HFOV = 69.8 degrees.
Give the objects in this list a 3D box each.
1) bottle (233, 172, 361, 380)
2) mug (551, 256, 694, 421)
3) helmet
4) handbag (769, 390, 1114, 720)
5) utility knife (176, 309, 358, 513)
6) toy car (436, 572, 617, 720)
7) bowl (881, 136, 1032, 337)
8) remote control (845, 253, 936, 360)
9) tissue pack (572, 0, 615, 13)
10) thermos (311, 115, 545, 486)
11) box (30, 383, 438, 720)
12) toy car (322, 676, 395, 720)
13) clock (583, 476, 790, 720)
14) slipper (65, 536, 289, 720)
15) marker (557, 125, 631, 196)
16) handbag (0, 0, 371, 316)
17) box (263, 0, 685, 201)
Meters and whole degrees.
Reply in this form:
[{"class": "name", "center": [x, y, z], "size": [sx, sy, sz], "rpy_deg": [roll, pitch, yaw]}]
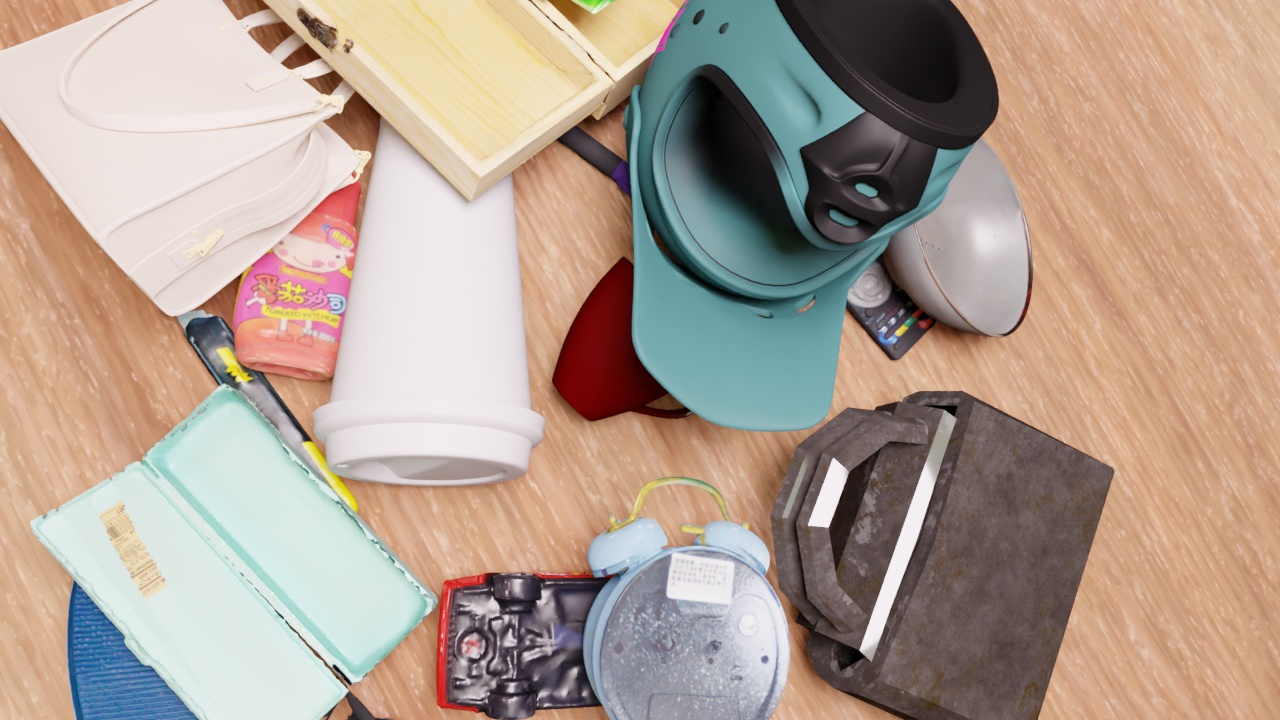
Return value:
[{"class": "bottle", "center": [-0.209, -0.058, 0.574], "size": [0.071, 0.049, 0.134], "rpy_deg": [12, 76, -26]}, {"class": "mug", "center": [-0.004, 0.003, 0.593], "size": [0.088, 0.087, 0.114], "rpy_deg": [-44, 118, 5]}, {"class": "helmet", "center": [0.079, -0.108, 0.519], "size": [0.176, 0.201, 0.274], "rpy_deg": [22, 42, -15]}, {"class": "handbag", "center": [0.168, 0.118, 0.581], "size": [0.199, 0.102, 0.197], "rpy_deg": [28, 77, -20]}, {"class": "utility knife", "center": [-0.235, 0.034, 0.575], "size": [0.028, 0.020, 0.172], "rpy_deg": [-37, 87, -16]}, {"class": "toy car", "center": [-0.030, 0.172, 0.567], "size": [0.189, 0.056, 0.081], "rpy_deg": [4, 82, -19]}, {"class": "bowl", "center": [0.207, -0.083, 0.629], "size": [0.150, 0.057, 0.150], "rpy_deg": [11, 73, -38]}, {"class": "remote control", "center": [0.150, -0.065, 0.649], "size": [0.045, 0.021, 0.140], "rpy_deg": [-43, 95, -11]}, {"class": "tissue pack", "center": [-0.050, -0.270, 0.558], "size": [0.114, 0.034, 0.099], "rpy_deg": [29, 59, -11]}, {"class": "thermos", "center": [-0.123, -0.042, 0.556], "size": [0.131, 0.132, 0.221], "rpy_deg": [2, 74, -9]}, {"class": "box", "center": [-0.227, 0.120, 0.526], "size": [0.187, 0.052, 0.138], "rpy_deg": [46, 68, 6]}, {"class": "toy car", "center": [-0.179, 0.291, 0.521], "size": [0.071, 0.094, 0.191], "rpy_deg": [31, 75, -34]}, {"class": "clock", "center": [0.024, 0.148, 0.531], "size": [0.118, 0.060, 0.162], "rpy_deg": [11, 77, -21]}, {"class": "slipper", "center": [-0.261, 0.223, 0.514], "size": [0.118, 0.060, 0.294], "rpy_deg": [2, 63, -19]}, {"class": "marker", "center": [-0.029, -0.140, 0.633], "size": [0.134, 0.015, 0.018], "rpy_deg": [36, 58, -2]}, {"class": "handbag", "center": [-0.251, -0.153, 0.543], "size": [0.197, 0.101, 0.194], "rpy_deg": [-39, 65, -16]}, {"class": "box", "center": [-0.106, -0.251, 0.569], "size": [0.247, 0.068, 0.252], "rpy_deg": [44, 54, 2]}]
